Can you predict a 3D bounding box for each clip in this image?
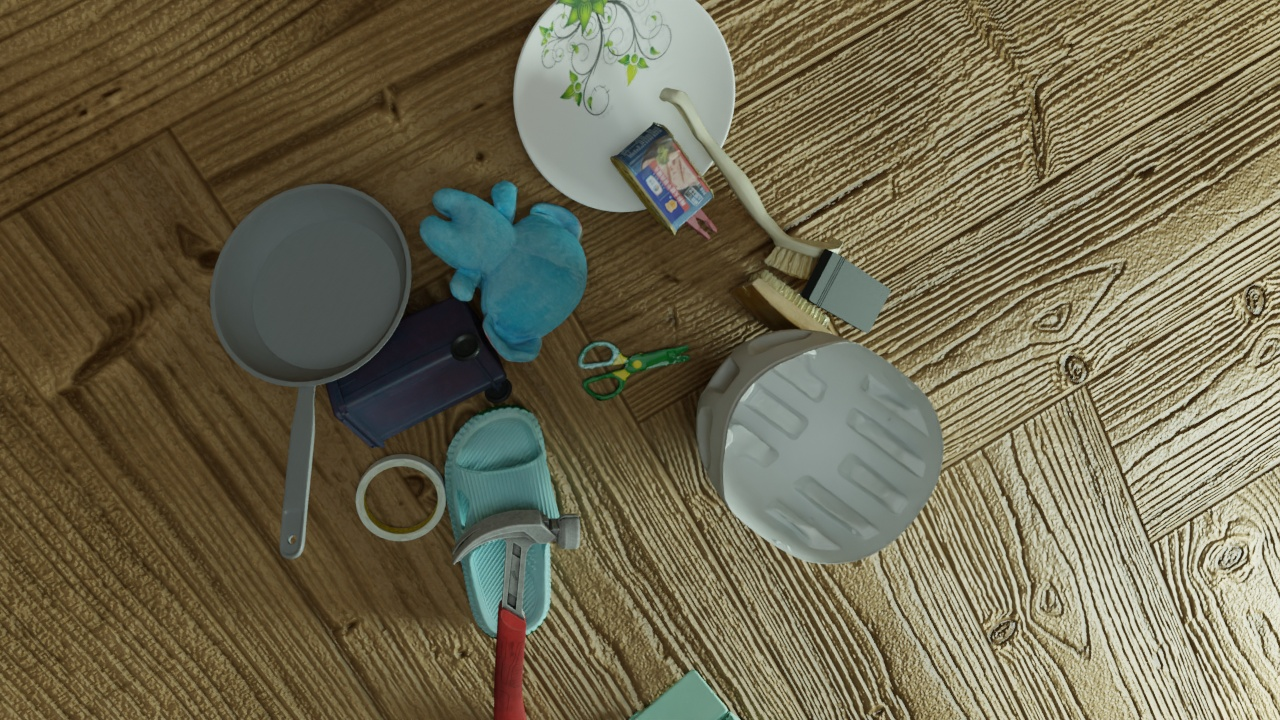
[{"bbox_3d":[0.060,-0.159,0.985,0.060,0.023,0.044,21,99,-9],"label":"clip"}]

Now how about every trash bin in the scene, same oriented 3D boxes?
[{"bbox_3d":[-0.225,0.015,0.914,0.161,0.092,0.094,-26,148,-1],"label":"trash bin"}]

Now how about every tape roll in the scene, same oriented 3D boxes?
[{"bbox_3d":[-0.258,0.148,0.989,0.094,0.019,0.094,-2,102,-11],"label":"tape roll"}]

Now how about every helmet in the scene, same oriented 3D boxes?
[{"bbox_3d":[0.192,0.088,0.977,0.282,0.183,0.224,31,101,-10],"label":"helmet"}]

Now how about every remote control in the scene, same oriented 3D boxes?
[{"bbox_3d":[0.226,-0.074,1.003,0.133,0.013,0.058,22,98,-46],"label":"remote control"}]

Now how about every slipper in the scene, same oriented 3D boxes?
[{"bbox_3d":[-0.146,0.185,0.992,0.116,0.069,0.276,-7,104,-12],"label":"slipper"}]

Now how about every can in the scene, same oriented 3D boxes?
[{"bbox_3d":[0.023,-0.184,0.929,0.059,0.054,0.100,-40,116,-1],"label":"can"}]

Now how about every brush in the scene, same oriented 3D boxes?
[{"bbox_3d":[0.113,-0.179,0.960,0.272,0.062,0.077,44,81,-21],"label":"brush"},{"bbox_3d":[0.159,-0.056,1.011,0.117,0.049,0.039,37,70,-15],"label":"brush"}]

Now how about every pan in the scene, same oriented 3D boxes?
[{"bbox_3d":[-0.309,0.004,0.859,0.201,0.051,0.356,-4,76,7],"label":"pan"}]

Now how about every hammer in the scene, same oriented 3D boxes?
[{"bbox_3d":[-0.143,0.299,0.998,0.126,0.036,0.316,1,117,-12],"label":"hammer"}]

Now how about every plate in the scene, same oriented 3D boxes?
[{"bbox_3d":[-0.017,-0.268,0.932,0.229,0.030,0.230,-6,112,-14],"label":"plate"}]

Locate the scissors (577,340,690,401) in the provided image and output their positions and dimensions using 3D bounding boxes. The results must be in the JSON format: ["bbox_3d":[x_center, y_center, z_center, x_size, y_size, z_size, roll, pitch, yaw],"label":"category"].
[{"bbox_3d":[-0.006,-0.003,1.010,0.130,0.014,0.071,-19,105,-5],"label":"scissors"}]

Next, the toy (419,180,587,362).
[{"bbox_3d":[-0.140,-0.096,0.915,0.180,0.115,0.183,29,66,-25],"label":"toy"}]

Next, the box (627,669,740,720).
[{"bbox_3d":[0.035,0.477,1.105,0.187,0.057,0.138,-41,112,-1],"label":"box"}]
